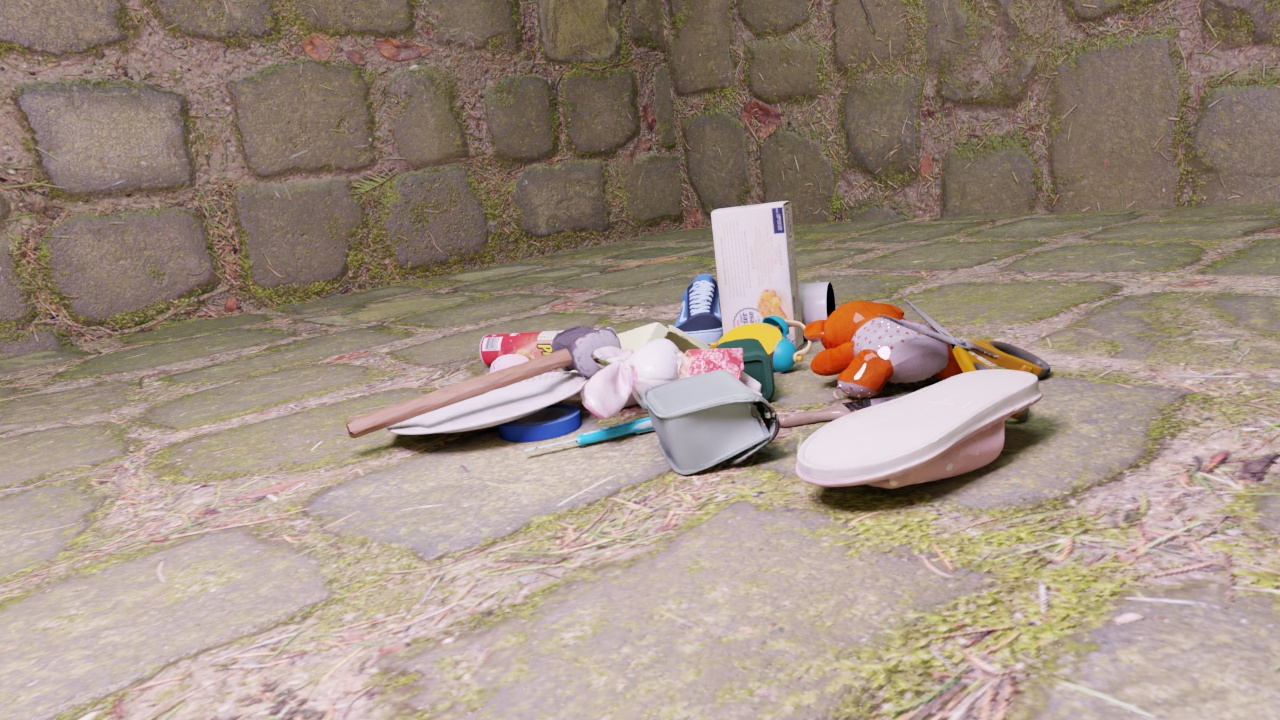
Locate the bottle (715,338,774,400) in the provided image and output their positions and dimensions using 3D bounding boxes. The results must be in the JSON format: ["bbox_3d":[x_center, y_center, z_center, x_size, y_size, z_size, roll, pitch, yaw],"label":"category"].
[{"bbox_3d":[0.121,0.008,1.096,0.061,0.061,0.131,-9,12,2],"label":"bottle"}]

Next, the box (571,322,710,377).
[{"bbox_3d":[-0.011,-0.009,1.168,0.127,0.066,0.188,-11,-2,-30],"label":"box"}]

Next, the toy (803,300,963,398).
[{"bbox_3d":[0.277,-0.014,1.073,0.163,0.093,0.172,-13,25,-13],"label":"toy"}]

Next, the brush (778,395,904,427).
[{"bbox_3d":[0.215,0.053,0.951,0.151,0.012,0.039,-7,12,-1],"label":"brush"}]

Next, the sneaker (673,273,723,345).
[{"bbox_3d":[0.089,-0.082,1.447,0.083,0.098,0.241,-5,12,8],"label":"sneaker"}]

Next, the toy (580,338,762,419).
[{"bbox_3d":[0.035,0.020,0.994,0.194,0.084,0.159,5,23,-2],"label":"toy"}]

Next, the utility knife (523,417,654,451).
[{"bbox_3d":[-0.044,0.080,0.966,0.161,0.015,0.022,-12,11,-21],"label":"utility knife"}]

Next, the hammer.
[{"bbox_3d":[-0.178,0.027,1.069,0.327,0.052,0.098,-19,12,-20],"label":"hammer"}]

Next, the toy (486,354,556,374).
[{"bbox_3d":[-0.170,0.015,1.270,0.110,0.047,0.063,7,27,38],"label":"toy"}]

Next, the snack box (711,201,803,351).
[{"bbox_3d":[0.166,-0.115,1.294,0.104,0.208,0.057,-3,12,20],"label":"snack box"}]

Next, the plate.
[{"bbox_3d":[-0.177,0.054,1.084,0.242,0.016,0.242,-12,10,2],"label":"plate"}]

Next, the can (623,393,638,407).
[{"bbox_3d":[0.001,0.035,1.109,0.095,0.032,0.032,-13,14,-28],"label":"can"}]

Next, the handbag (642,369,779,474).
[{"bbox_3d":[0.065,0.057,0.883,0.106,0.067,0.122,-17,13,-7],"label":"handbag"}]

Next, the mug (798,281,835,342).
[{"bbox_3d":[0.234,-0.065,1.371,0.097,0.079,0.111,-2,41,22],"label":"mug"}]

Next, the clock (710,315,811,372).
[{"bbox_3d":[0.158,-0.018,1.198,0.130,0.044,0.099,-14,34,6],"label":"clock"}]

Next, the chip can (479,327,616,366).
[{"bbox_3d":[-0.142,-0.020,1.404,0.215,0.052,0.051,-2,13,22],"label":"chip can"}]

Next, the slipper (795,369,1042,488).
[{"bbox_3d":[0.244,0.065,0.779,0.273,0.054,0.114,-18,16,-32],"label":"slipper"}]

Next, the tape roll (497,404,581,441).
[{"bbox_3d":[-0.115,0.071,1.046,0.093,0.016,0.091,-3,13,20],"label":"tape roll"}]

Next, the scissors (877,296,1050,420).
[{"bbox_3d":[0.358,-0.005,0.969,0.229,0.016,0.225,9,31,-28],"label":"scissors"}]
